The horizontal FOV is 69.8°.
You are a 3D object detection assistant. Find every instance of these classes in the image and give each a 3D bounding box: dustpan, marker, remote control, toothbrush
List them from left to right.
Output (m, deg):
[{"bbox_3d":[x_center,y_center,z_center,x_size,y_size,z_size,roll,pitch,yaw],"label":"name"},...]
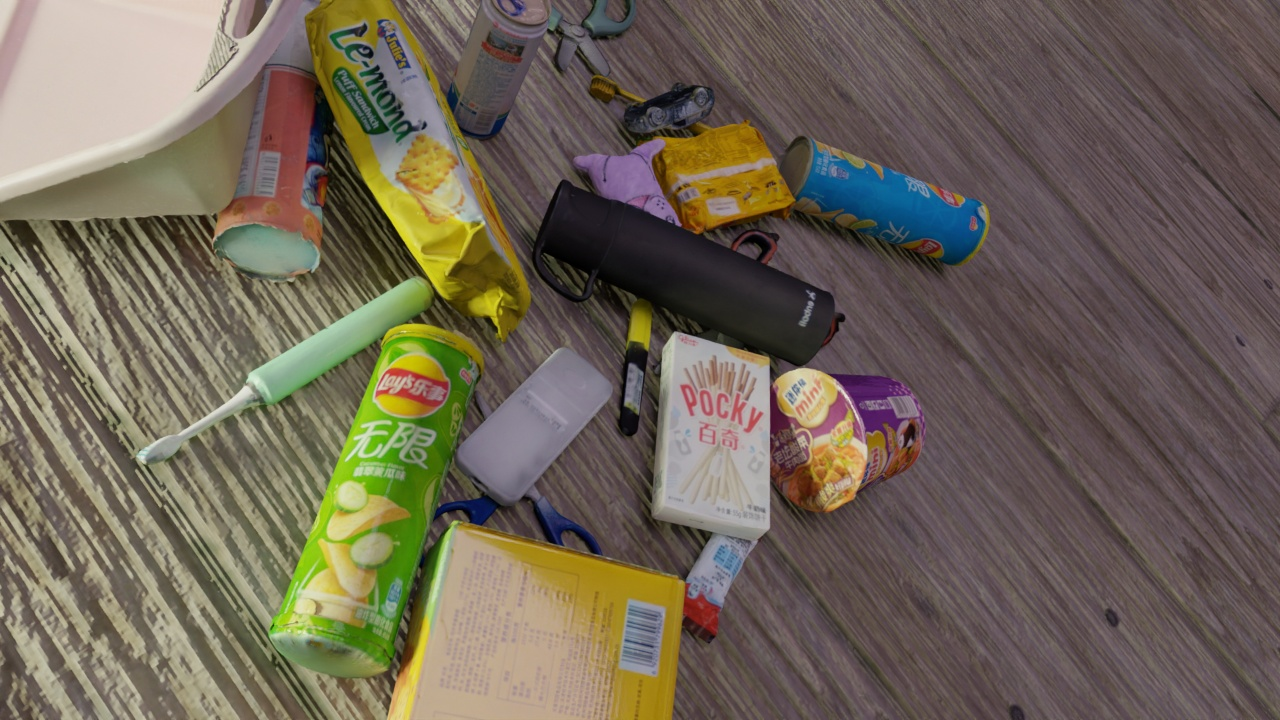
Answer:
[{"bbox_3d":[-0.332,-0.200,0.557,0.273,0.139,0.222,1,64,-8],"label":"dustpan"},{"bbox_3d":[-0.227,0.004,0.613,0.223,0.027,0.026,-40,117,-37],"label":"toothbrush"},{"bbox_3d":[-0.074,0.045,0.660,0.056,0.020,0.135,39,49,2],"label":"remote control"},{"bbox_3d":[-0.004,0.004,0.733,0.018,0.015,0.124,17,58,-17],"label":"marker"},{"bbox_3d":[0.039,-0.228,0.884,0.190,0.016,0.016,20,61,-16],"label":"toothbrush"}]

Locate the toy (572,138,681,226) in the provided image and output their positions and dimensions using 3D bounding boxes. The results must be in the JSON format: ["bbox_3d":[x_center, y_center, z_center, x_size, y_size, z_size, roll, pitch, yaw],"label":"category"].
[{"bbox_3d":[-0.003,-0.138,0.793,0.084,0.039,0.108,-18,74,-9],"label":"toy"}]

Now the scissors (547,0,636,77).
[{"bbox_3d":[-0.061,-0.350,0.902,0.180,0.019,0.170,-32,79,-37],"label":"scissors"}]

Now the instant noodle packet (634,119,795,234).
[{"bbox_3d":[0.069,-0.166,0.845,0.128,0.044,0.110,-16,72,-27],"label":"instant noodle packet"}]

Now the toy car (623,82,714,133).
[{"bbox_3d":[0.027,-0.232,0.851,0.090,0.034,0.043,-28,38,-24],"label":"toy car"}]

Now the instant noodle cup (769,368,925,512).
[{"bbox_3d":[0.166,0.058,0.737,0.099,0.112,0.111,-6,65,-39],"label":"instant noodle cup"}]

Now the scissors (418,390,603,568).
[{"bbox_3d":[-0.081,0.098,0.643,0.162,0.012,0.172,43,52,2],"label":"scissors"}]

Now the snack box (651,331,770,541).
[{"bbox_3d":[0.056,0.055,0.703,0.084,0.027,0.156,15,54,-13],"label":"snack box"}]

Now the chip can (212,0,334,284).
[{"bbox_3d":[-0.259,-0.165,0.664,0.071,0.071,0.214,8,60,-23],"label":"chip can"}]

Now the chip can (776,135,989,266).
[{"bbox_3d":[0.239,-0.156,0.909,0.210,0.071,0.071,15,57,-19],"label":"chip can"}]

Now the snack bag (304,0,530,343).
[{"bbox_3d":[-0.156,-0.139,0.658,0.068,0.158,0.246,-26,73,-1],"label":"snack bag"}]

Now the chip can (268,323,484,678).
[{"bbox_3d":[-0.159,0.083,0.574,0.072,0.073,0.220,21,55,-15],"label":"chip can"}]

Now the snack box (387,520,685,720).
[{"bbox_3d":[-0.067,0.217,0.539,0.157,0.070,0.209,18,61,-17],"label":"snack box"}]

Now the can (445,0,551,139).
[{"bbox_3d":[-0.117,-0.241,0.738,0.053,0.135,0.053,12,59,-21],"label":"can"}]

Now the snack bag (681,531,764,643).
[{"bbox_3d":[0.055,0.152,0.672,0.048,0.026,0.103,37,52,-6],"label":"snack bag"}]

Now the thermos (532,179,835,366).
[{"bbox_3d":[0.032,-0.060,0.744,0.242,0.068,0.090,21,80,-12],"label":"thermos"}]

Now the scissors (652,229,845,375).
[{"bbox_3d":[0.095,-0.036,0.804,0.226,0.015,0.188,-1,64,-27],"label":"scissors"}]
